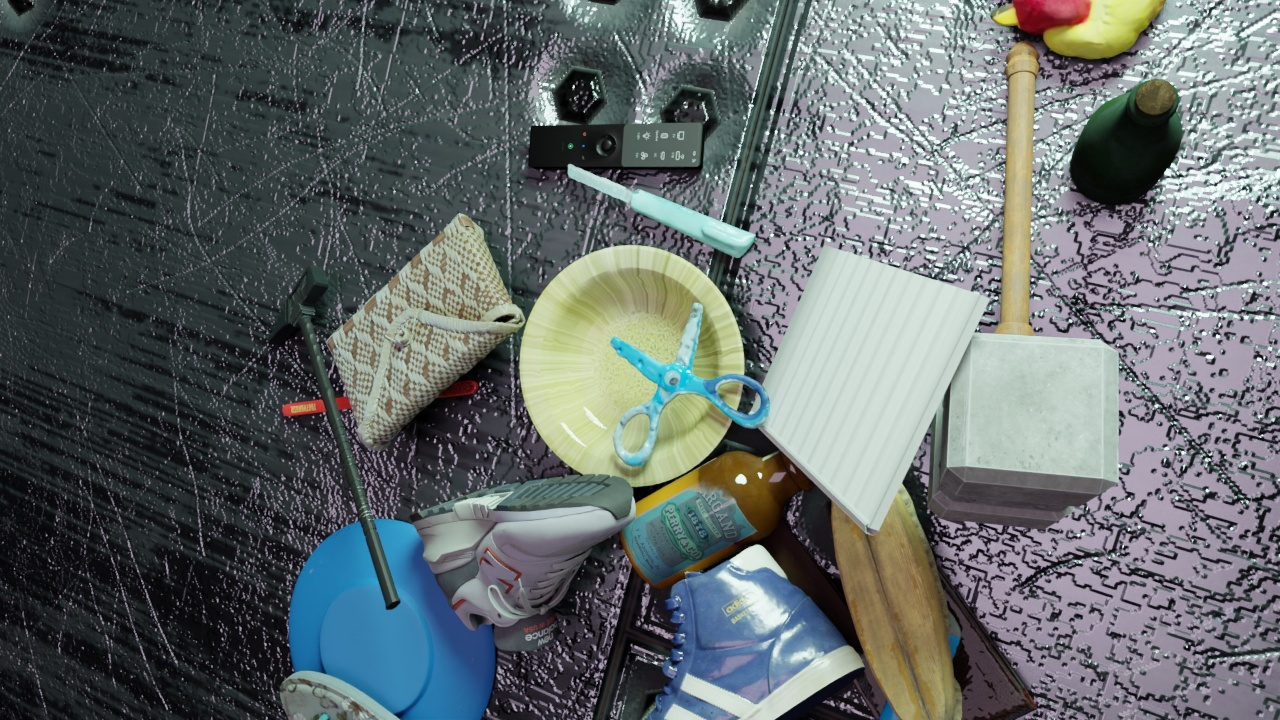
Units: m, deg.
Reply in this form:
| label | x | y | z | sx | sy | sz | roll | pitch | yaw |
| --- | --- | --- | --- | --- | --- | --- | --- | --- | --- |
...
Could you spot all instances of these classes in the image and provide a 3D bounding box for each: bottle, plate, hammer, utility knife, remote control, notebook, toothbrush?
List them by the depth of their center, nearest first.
| label | x | y | z | sx | sy | sz | roll | pitch | yaw |
| --- | --- | --- | --- | --- | --- | --- | --- | --- | --- |
| bottle | 0.285 | -0.130 | 0.531 | 0.055 | 0.174 | 0.055 | 0 | 90 | 21 |
| hammer | 0.239 | -0.064 | 0.583 | 0.083 | 0.163 | 0.317 | 4 | 74 | 15 |
| notebook | 0.133 | 0.006 | 0.592 | 0.009 | 0.209 | 0.143 | 20 | 99 | -16 |
| utility knife | 0.168 | 0.269 | 0.636 | 0.031 | 0.015 | 0.221 | 27 | 95 | 26 |
| bottle | 0.064 | 0.106 | 0.678 | 0.157 | 0.067 | 0.068 | -32 | 79 | 19 |
| utility knife | 0.011 | -0.121 | 0.720 | 0.166 | 0.015 | 0.022 | 26 | 101 | 15 |
| plate | -0.004 | 0.004 | 0.721 | 0.185 | 0.036 | 0.184 | 0 | 91 | 21 |
| remote control | -0.021 | -0.172 | 0.738 | 0.150 | 0.013 | 0.034 | 5 | 92 | 22 |
| hammer | -0.256 | 0.065 | 0.770 | 0.095 | 0.015 | 0.324 | -47 | 55 | 27 |
| plate | -0.233 | 0.256 | 0.821 | 0.225 | 0.024 | 0.224 | 0 | 91 | 22 |
| toothbrush | -0.241 | 0.035 | 0.825 | 0.213 | 0.017 | 0.012 | -7 | 88 | 22 |

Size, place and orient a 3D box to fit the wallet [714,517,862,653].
| label | x | y | z | sx | sy | sz | roll | pitch | yaw |
| --- | --- | --- | --- | --- | --- | --- | --- | --- | --- |
| wallet | 0.103 | 0.185 | 0.680 | 0.092 | 0.018 | 0.115 | -47 | 57 | 16 |

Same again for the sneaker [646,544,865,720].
| label | x | y | z | sx | sy | sz | roll | pitch | yaw |
| --- | --- | --- | --- | --- | --- | --- | --- | --- | --- |
| sneaker | 0.026 | 0.226 | 0.643 | 0.233 | 0.091 | 0.118 | -38 | 60 | 10 |

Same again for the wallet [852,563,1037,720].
| label | x | y | z | sx | sy | sz | roll | pitch | yaw |
| --- | --- | --- | --- | --- | --- | --- | --- | --- | --- |
| wallet | 0.199 | 0.215 | 0.648 | 0.099 | 0.031 | 0.120 | -36 | 75 | 16 |

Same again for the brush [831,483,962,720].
| label | x | y | z | sx | sy | sz | roll | pitch | yaw |
| --- | --- | --- | --- | --- | --- | --- | --- | --- | --- |
| brush | 0.173 | 0.154 | 0.623 | 0.059 | 0.043 | 0.195 | -28 | 60 | 33 |

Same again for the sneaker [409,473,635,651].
| label | x | y | z | sx | sy | sz | roll | pitch | yaw |
| --- | --- | --- | --- | --- | --- | --- | --- | --- | --- |
| sneaker | -0.084 | 0.162 | 0.715 | 0.240 | 0.088 | 0.124 | -11 | 93 | 44 |

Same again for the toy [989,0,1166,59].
| label | x | y | z | sx | sy | sz | roll | pitch | yaw |
| --- | --- | --- | --- | --- | --- | --- | --- | --- | --- |
| toy | 0.277 | -0.258 | 0.599 | 0.106 | 0.067 | 0.137 | -36 | 90 | 20 |

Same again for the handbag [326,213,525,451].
| label | x | y | z | sx | sy | sz | roll | pitch | yaw |
| --- | --- | --- | --- | --- | --- | --- | --- | --- | --- |
| handbag | -0.188 | -0.023 | 0.774 | 0.186 | 0.047 | 0.124 | -39 | 57 | 18 |

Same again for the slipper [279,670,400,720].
| label | x | y | z | sx | sy | sz | roll | pitch | yaw |
| --- | --- | --- | --- | --- | --- | --- | --- | --- | --- |
| slipper | -0.210 | 0.359 | 0.785 | 0.269 | 0.054 | 0.098 | 22 | 118 | 14 |

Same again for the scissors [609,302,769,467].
| label | x | y | z | sx | sy | sz | roll | pitch | yaw |
| --- | --- | --- | --- | --- | --- | --- | --- | --- | --- |
| scissors | 0.032 | 0.024 | 0.682 | 0.140 | 0.011 | 0.134 | 20 | 96 | 20 |

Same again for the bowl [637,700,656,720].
| label | x | y | z | sx | sy | sz | roll | pitch | yaw |
| --- | --- | --- | --- | --- | --- | --- | --- | --- | --- |
| bowl | 0.067 | 0.318 | 0.695 | 0.158 | 0.038 | 0.157 | 0 | 91 | 22 |
